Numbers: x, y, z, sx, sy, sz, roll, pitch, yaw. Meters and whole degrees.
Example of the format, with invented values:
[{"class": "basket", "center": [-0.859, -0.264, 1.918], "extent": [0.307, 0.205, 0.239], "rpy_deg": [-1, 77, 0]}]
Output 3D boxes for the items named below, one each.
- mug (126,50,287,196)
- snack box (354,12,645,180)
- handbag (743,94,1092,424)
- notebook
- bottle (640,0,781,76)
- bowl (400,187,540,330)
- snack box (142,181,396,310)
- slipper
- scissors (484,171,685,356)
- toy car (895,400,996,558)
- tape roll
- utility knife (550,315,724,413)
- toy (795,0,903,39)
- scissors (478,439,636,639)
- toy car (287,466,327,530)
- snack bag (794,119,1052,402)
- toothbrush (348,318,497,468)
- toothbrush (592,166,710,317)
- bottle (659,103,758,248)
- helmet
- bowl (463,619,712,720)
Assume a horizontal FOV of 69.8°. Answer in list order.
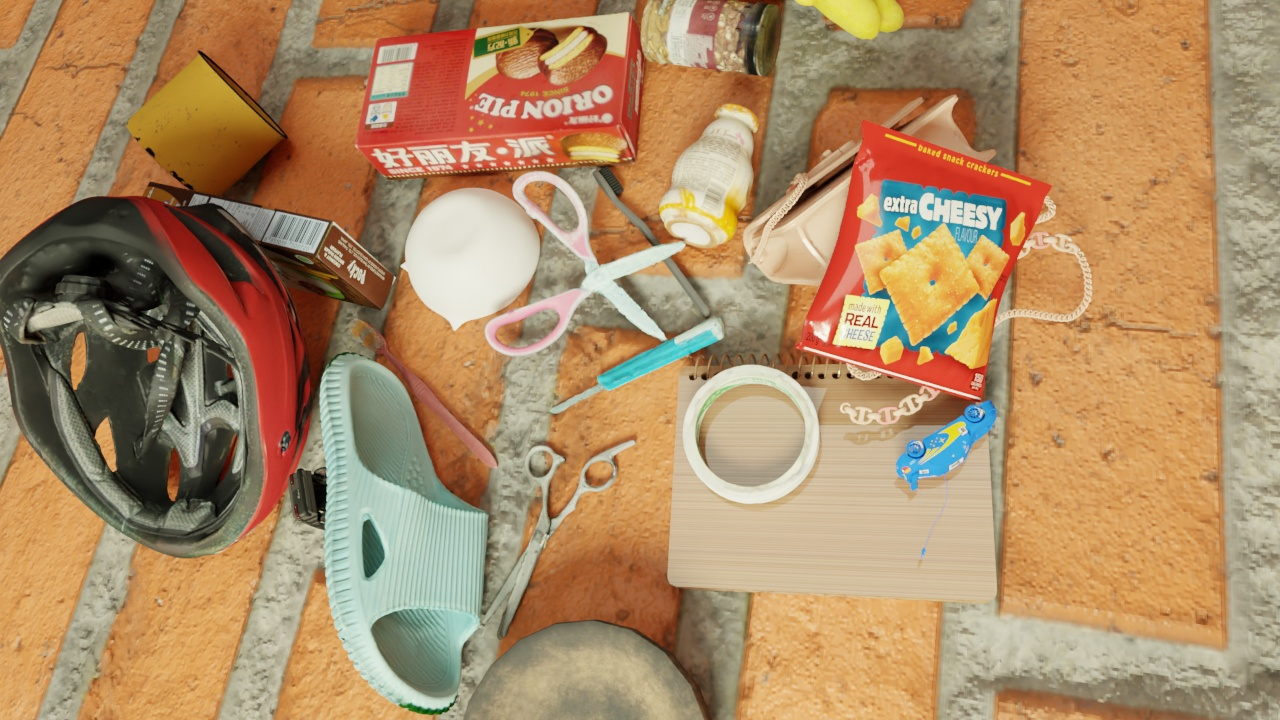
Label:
[{"class": "mug", "center": [-0.397, -0.212, 0.840], "extent": [0.094, 0.100, 0.124], "rpy_deg": [-44, 29, -2]}, {"class": "snack box", "center": [-0.118, -0.223, 0.784], "extent": [0.237, 0.060, 0.113], "rpy_deg": [-1, 69, 14]}, {"class": "handbag", "center": [0.176, -0.065, 0.655], "extent": [0.198, 0.116, 0.187], "rpy_deg": [-37, 97, -6]}, {"class": "notebook", "center": [0.127, 0.074, 0.630], "extent": [0.211, 0.022, 0.169], "rpy_deg": [-1, 70, 14]}, {"class": "bottle", "center": [0.058, -0.270, 0.759], "extent": [0.105, 0.056, 0.056], "rpy_deg": [14, 74, 19]}, {"class": "bowl", "center": [-0.144, -0.095, 0.749], "extent": [0.115, 0.050, 0.114], "rpy_deg": [-5, 69, 13]}, {"class": "snack box", "center": [-0.311, -0.095, 0.764], "extent": [0.186, 0.101, 0.031], "rpy_deg": [14, 74, 19]}, {"class": "slipper", "center": [-0.167, 0.106, 0.648], "extent": [0.070, 0.116, 0.275], "rpy_deg": [-30, 60, 22]}, {"class": "scissors", "center": [-0.051, -0.075, 0.709], "extent": [0.170, 0.013, 0.175], "rpy_deg": [-22, 87, 6]}, {"class": "toy car", "center": [0.199, 0.074, 0.579], "extent": [0.092, 0.033, 0.062], "rpy_deg": [-32, 61, 3]}, {"class": "tape roll", "center": [0.076, 0.050, 0.630], "extent": [0.094, 0.018, 0.093], "rpy_deg": [-5, 70, 13]}, {"class": "utility knife", "center": [-0.004, 0.004, 0.696], "extent": [0.149, 0.015, 0.022], "rpy_deg": [-25, 40, 7]}, {"class": "toy", "center": [0.123, -0.332, 0.746], "extent": [0.207, 0.092, 0.133], "rpy_deg": [39, 40, 17]}, {"class": "scissors", "center": [-0.060, 0.124, 0.665], "extent": [0.121, 0.014, 0.159], "rpy_deg": [-5, 66, 13]}, {"class": "toy car", "center": [-0.224, 0.106, 0.672], "extent": [0.037, 0.092, 0.040], "rpy_deg": [-24, 65, 12]}, {"class": "snack bag", "center": [0.176, -0.059, 0.574], "extent": [0.130, 0.039, 0.144], "rpy_deg": [16, 94, -10]}, {"class": "toothbrush", "center": [-0.174, 0.025, 0.732], "extent": [0.184, 0.015, 0.015], "rpy_deg": [41, 90, 22]}, {"class": "toothbrush", "center": [0.008, -0.096, 0.731], "extent": [0.013, 0.013, 0.167], "rpy_deg": [-31, 65, -7]}, {"class": "bottle", "center": [0.058, -0.144, 0.708], "extent": [0.063, 0.063, 0.108], "rpy_deg": [17, 74, 20]}, {"class": "helmet", "center": [-0.347, 0.012, 0.680], "extent": [0.218, 0.166, 0.272], "rpy_deg": [1, 108, 15]}, {"class": "bowl", "center": [-0.029, 0.249, 0.578], "extent": [0.162, 0.070, 0.162], "rpy_deg": [-5, 69, 13]}]
